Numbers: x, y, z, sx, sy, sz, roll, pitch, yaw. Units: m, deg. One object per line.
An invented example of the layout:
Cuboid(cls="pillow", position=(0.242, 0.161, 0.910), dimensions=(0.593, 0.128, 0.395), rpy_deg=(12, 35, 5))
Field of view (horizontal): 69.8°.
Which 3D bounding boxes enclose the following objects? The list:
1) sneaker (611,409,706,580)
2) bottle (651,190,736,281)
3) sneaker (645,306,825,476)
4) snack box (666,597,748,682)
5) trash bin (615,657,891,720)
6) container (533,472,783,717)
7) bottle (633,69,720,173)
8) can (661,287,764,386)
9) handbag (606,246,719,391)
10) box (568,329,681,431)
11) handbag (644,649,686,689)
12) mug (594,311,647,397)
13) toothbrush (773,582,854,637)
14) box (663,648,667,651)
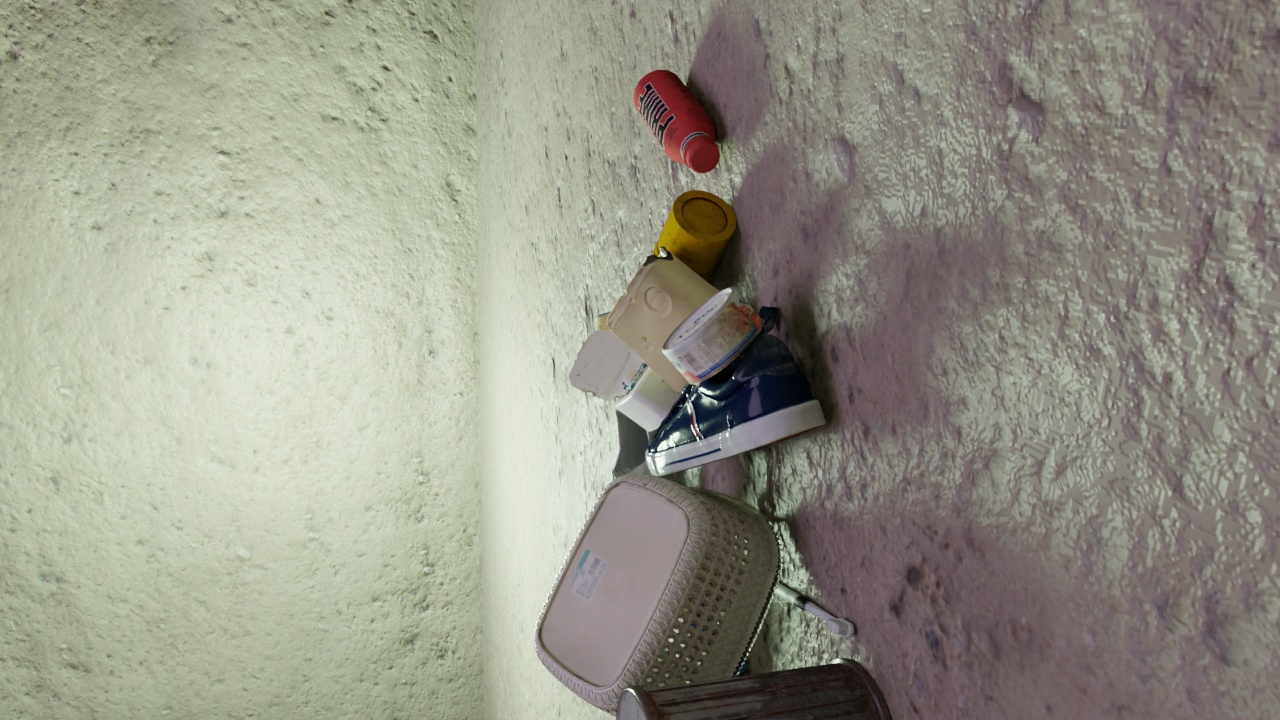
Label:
Cuboid(cls="sneaker", position=(0.010, 0.159, 1.097), dimensions=(0.099, 0.089, 0.236), rpy_deg=(-28, 68, 47))
Cuboid(cls="bottle", position=(0.046, -0.106, 1.011), dimensions=(0.164, 0.071, 0.071), rpy_deg=(116, 147, -55))
Cuboid(cls="sneaker", position=(0.074, 0.036, 0.899), dimensions=(0.127, 0.120, 0.295), rpy_deg=(71, 157, 9))
Cuboid(cls="snack box", position=(0.053, 0.308, 1.040), dimensions=(0.154, 0.033, 0.088), rpy_deg=(50, 145, 27))
Cuboid(cls="trash bin", position=(0.081, 0.316, 0.735), dimensions=(0.131, 0.211, 0.131), rpy_deg=(176, 91, -73))
Cuboid(cls="container", position=(0.011, 0.229, 0.887), dimensions=(0.185, 0.143, 0.251), rpy_deg=(19, 78, 44))
Cuboid(cls="bottle", position=(0.043, -0.260, 1.011), dimensions=(0.176, 0.062, 0.062), rpy_deg=(-114, 27, -49))
Cuboid(cls="can", position=(0.063, -0.021, 0.803), dimensions=(0.043, 0.086, 0.086), rpy_deg=(48, 165, -9))
Cuboid(cls="handbag", position=(0.036, -0.047, 0.949), dimensions=(0.119, 0.081, 0.111), rpy_deg=(42, 139, 8))
Cuboid(cls="box", position=(0.002, 0.017, 1.074), dimensions=(0.189, 0.101, 0.111), rpy_deg=(-1, 51, 57))
Cuboid(cls="handbag", position=(0.037, 0.407, 1.002), dimensions=(0.138, 0.072, 0.195), rpy_deg=(59, 175, 37))
Cuboid(cls="mug", position=(-0.010, -0.007, 1.221), dimensions=(0.113, 0.083, 0.107), rpy_deg=(30, -130, -77))
Cuboid(cls="toothbrush", position=(0.143, 0.221, 0.847), dimensions=(0.187, 0.017, 0.012), rpy_deg=(-176, 100, -73))
Cuboid(cls="box", position=(0.028, 0.280, 1.200), dimensions=(0.094, 0.039, 0.226), rpy_deg=(172, 96, -74))
